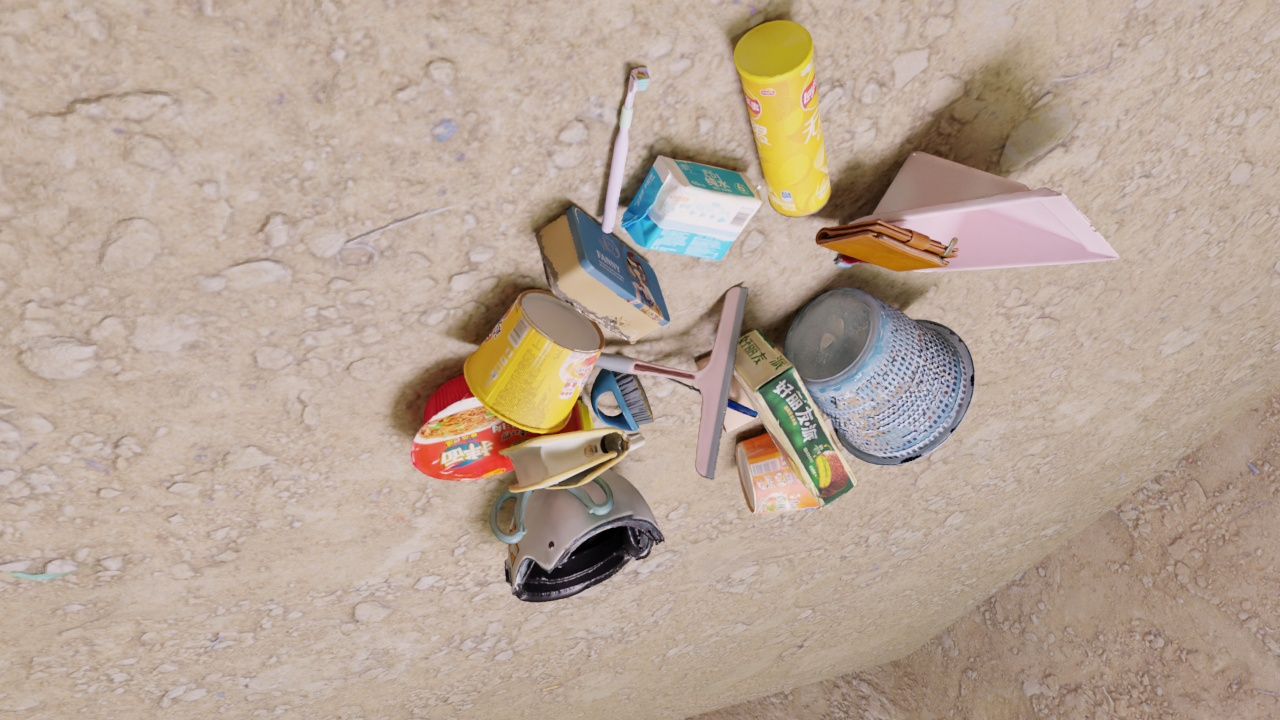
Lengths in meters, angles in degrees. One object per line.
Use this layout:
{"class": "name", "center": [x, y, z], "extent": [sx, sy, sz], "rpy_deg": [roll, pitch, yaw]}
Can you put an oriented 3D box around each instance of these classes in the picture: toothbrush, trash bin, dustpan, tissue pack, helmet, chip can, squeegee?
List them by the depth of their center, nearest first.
{"class": "toothbrush", "center": [-0.017, -0.198, 0.895], "extent": [0.029, 0.021, 0.190], "rpy_deg": [-53, 166, -40]}
{"class": "chip can", "center": [0.145, -0.232, 0.912], "extent": [0.072, 0.072, 0.213], "rpy_deg": [-26, 149, 2]}
{"class": "tissue pack", "center": [0.055, -0.160, 0.963], "extent": [0.139, 0.063, 0.090], "rpy_deg": [2, 138, -37]}
{"class": "dustpan", "center": [0.386, -0.138, 1.085], "extent": [0.222, 0.273, 0.139], "rpy_deg": [19, 103, -44]}
{"class": "squeegee", "center": [-0.007, 0.007, 1.145], "extent": [0.249, 0.247, 0.040], "rpy_deg": [11, -178, -14]}
{"class": "toothbrush", "center": [0.333, -0.128, 1.237], "extent": [0.187, 0.016, 0.017], "rpy_deg": [0, 148, -33]}
{"class": "trash bin", "center": [0.309, 0.006, 1.259], "extent": [0.227, 0.226, 0.195], "rpy_deg": [-39, 132, 22]}
{"class": "helmet", "center": [-0.100, 0.245, 1.366], "extent": [0.229, 0.156, 0.275], "rpy_deg": [-10, 156, -24]}

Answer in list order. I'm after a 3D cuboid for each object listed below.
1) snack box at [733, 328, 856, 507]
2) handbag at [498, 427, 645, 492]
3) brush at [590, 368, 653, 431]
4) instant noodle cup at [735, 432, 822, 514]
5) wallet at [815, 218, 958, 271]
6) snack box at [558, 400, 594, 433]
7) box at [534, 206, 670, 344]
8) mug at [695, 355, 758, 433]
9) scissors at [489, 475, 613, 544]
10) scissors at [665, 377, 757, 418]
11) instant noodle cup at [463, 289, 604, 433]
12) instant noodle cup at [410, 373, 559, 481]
{"class": "snack box", "center": [0.199, 0.079, 1.221], "extent": [0.063, 0.114, 0.240], "rpy_deg": [-34, 123, 0]}
{"class": "handbag", "center": [-0.067, 0.116, 1.104], "extent": [0.178, 0.063, 0.164], "rpy_deg": [-9, 174, -25]}
{"class": "brush", "center": [-0.029, 0.053, 1.225], "extent": [0.073, 0.055, 0.144], "rpy_deg": [-25, 148, -2]}
{"class": "instant noodle cup", "center": [0.224, 0.182, 1.504], "extent": [0.111, 0.151, 0.151], "rpy_deg": [-12, 147, -5]}
{"class": "wallet", "center": [0.291, -0.132, 1.066], "extent": [0.130, 0.035, 0.119], "rpy_deg": [14, 170, -29]}
{"class": "snack box", "center": [-0.101, 0.110, 1.241], "extent": [0.080, 0.082, 0.091], "rpy_deg": [-12, 144, -1]}
{"class": "box", "center": [-0.041, -0.090, 0.979], "extent": [0.059, 0.089, 0.184], "rpy_deg": [-29, 149, 19]}
{"class": "mug", "center": [0.143, 0.029, 1.292], "extent": [0.103, 0.084, 0.125], "rpy_deg": [-25, 124, -1]}
{"class": "scissors", "center": [-0.116, 0.184, 1.241], "extent": [0.180, 0.169, 0.019], "rpy_deg": [7, 133, 10]}
{"class": "scissors", "center": [0.081, 0.042, 1.204], "extent": [0.165, 0.157, 0.012], "rpy_deg": [22, 91, -40]}
{"class": "instant noodle cup", "center": [-0.112, -0.006, 1.024], "extent": [0.137, 0.138, 0.110], "rpy_deg": [9, 126, -42]}
{"class": "instant noodle cup", "center": [-0.194, 0.071, 1.135], "extent": [0.193, 0.065, 0.194], "rpy_deg": [-17, 148, -11]}
